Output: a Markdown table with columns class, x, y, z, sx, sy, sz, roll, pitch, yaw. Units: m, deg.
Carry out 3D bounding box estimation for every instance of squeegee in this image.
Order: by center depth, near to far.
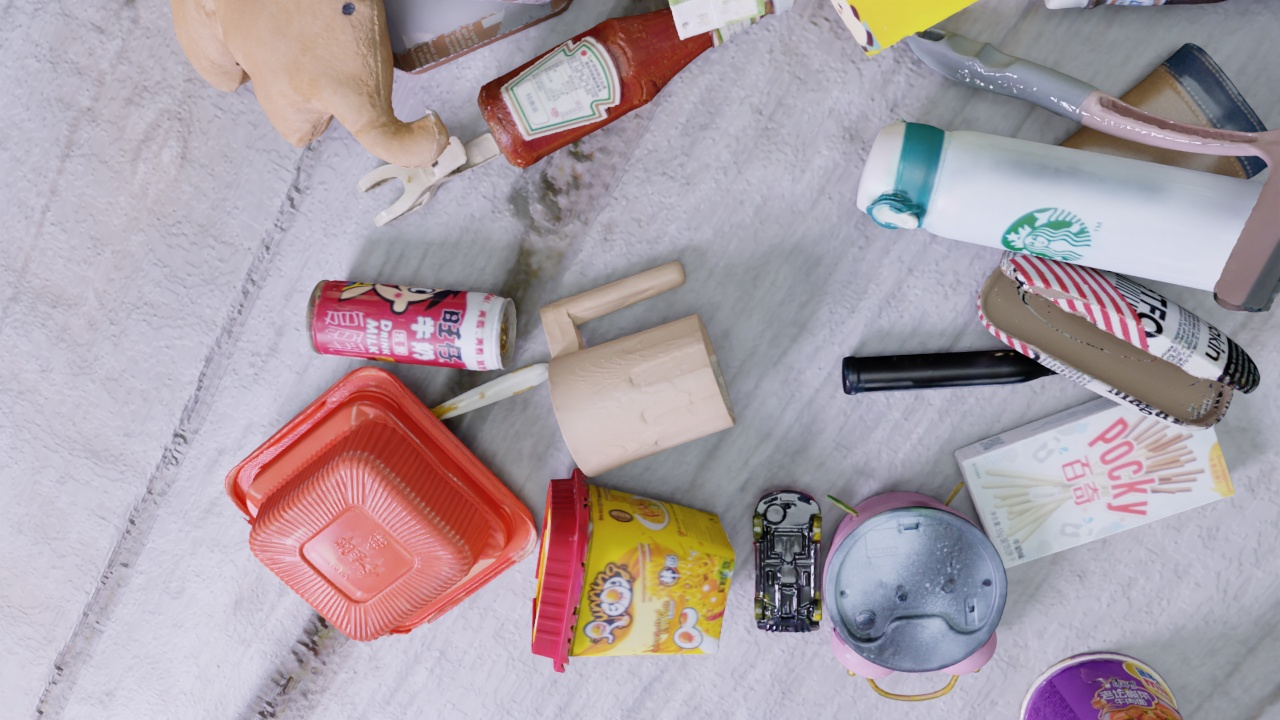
| class | x | y | z | sx | sy | sz | roll | pitch | yaw |
| --- | --- | --- | --- | --- | --- | --- | --- | --- | --- |
| squeegee | 0.264 | -0.149 | 0.523 | 0.250 | 0.040 | 0.247 | 29 | 67 | 31 |

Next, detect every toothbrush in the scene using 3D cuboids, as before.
| class | x | y | z | sx | sy | sz | roll | pitch | yaw |
| --- | --- | --- | --- | --- | --- | --- | --- | --- | --- |
| toothbrush | 0.242 | 0.006 | 0.608 | 0.213 | 0.026 | 0.027 | -3 | 136 | 5 |
| toothbrush | -0.149 | 0.039 | 0.664 | 0.191 | 0.018 | 0.016 | -22 | 102 | 8 |

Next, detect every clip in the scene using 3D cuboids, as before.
| class | x | y | z | sx | sy | sz | roll | pitch | yaw |
| --- | --- | --- | --- | --- | --- | --- | --- | --- | --- |
| clip | -0.145 | -0.125 | 0.618 | 0.097 | 0.061 | 0.034 | -24 | 97 | 21 |

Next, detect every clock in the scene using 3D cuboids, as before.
| class | x | y | z | sx | sy | sz | roll | pitch | yaw |
| --- | --- | --- | --- | --- | --- | --- | --- | --- | --- |
| clock | 0.185 | 0.164 | 0.631 | 0.117 | 0.059 | 0.158 | -6 | 100 | 7 |

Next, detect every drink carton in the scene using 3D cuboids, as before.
| class | x | y | z | sx | sy | sz | roll | pitch | yaw |
| --- | --- | --- | --- | --- | --- | --- | --- | --- | --- |
| drink carton | 0.035 | -0.249 | 0.537 | 0.053 | 0.045 | 0.122 | -14 | 64 | 10 |

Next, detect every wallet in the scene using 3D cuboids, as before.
| class | x | y | z | sx | sy | sz | roll | pitch | yaw |
| --- | --- | --- | --- | --- | --- | --- | --- | --- | --- |
| wallet | 0.317 | -0.124 | 0.569 | 0.115 | 0.033 | 0.090 | -39 | 93 | 13 |

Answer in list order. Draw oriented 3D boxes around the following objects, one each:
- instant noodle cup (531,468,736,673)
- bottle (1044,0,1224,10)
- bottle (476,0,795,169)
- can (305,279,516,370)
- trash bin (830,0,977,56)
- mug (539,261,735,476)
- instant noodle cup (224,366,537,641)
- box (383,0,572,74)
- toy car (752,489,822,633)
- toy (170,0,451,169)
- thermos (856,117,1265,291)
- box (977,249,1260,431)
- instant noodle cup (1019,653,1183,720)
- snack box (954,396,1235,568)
| class | x | y | z | sx | sy | sz | roll | pitch | yaw |
| --- | --- | --- | --- | --- | --- | --- | --- | --- | --- |
| instant noodle cup | -0.007 | 0.145 | 0.627 | 0.123 | 0.116 | 0.116 | 8 | 102 | -7 |
| bottle | 0.337 | -0.224 | 0.521 | 0.195 | 0.079 | 0.044 | 1 | 105 | 13 |
| bottle | -0.002 | -0.191 | 0.577 | 0.206 | 0.059 | 0.060 | -27 | 98 | 5 |
| can | -0.155 | -0.024 | 0.630 | 0.133 | 0.053 | 0.053 | 5 | 102 | 5 |
| trash bin | 0.135 | -0.316 | 0.457 | 0.230 | 0.229 | 0.255 | -31 | 102 | 11 |
| mug | -0.004 | 0.004 | 0.614 | 0.103 | 0.084 | 0.124 | -19 | 73 | 8 |
| instant noodle cup | -0.185 | 0.117 | 0.644 | 0.165 | 0.079 | 0.189 | -38 | 108 | 16 |
| box | -0.129 | -0.284 | 0.537 | 0.193 | 0.156 | 0.183 | -19 | 97 | 29 |
| toy car | 0.104 | 0.141 | 0.648 | 0.049 | 0.031 | 0.106 | -2 | 103 | 6 |
| toy | -0.202 | -0.200 | 0.550 | 0.226 | 0.082 | 0.144 | 35 | 132 | 23 |
| thermos | 0.243 | -0.091 | 0.540 | 0.224 | 0.073 | 0.073 | 14 | 103 | 12 |
| box | 0.292 | -0.013 | 0.578 | 0.163 | 0.074 | 0.081 | 27 | 130 | 11 |
| instant noodle cup | 0.328 | 0.271 | 0.618 | 0.111 | 0.099 | 0.111 | 1 | 101 | 5 |
| snack box | 0.302 | 0.074 | 0.615 | 0.157 | 0.026 | 0.085 | -22 | 99 | 11 |
